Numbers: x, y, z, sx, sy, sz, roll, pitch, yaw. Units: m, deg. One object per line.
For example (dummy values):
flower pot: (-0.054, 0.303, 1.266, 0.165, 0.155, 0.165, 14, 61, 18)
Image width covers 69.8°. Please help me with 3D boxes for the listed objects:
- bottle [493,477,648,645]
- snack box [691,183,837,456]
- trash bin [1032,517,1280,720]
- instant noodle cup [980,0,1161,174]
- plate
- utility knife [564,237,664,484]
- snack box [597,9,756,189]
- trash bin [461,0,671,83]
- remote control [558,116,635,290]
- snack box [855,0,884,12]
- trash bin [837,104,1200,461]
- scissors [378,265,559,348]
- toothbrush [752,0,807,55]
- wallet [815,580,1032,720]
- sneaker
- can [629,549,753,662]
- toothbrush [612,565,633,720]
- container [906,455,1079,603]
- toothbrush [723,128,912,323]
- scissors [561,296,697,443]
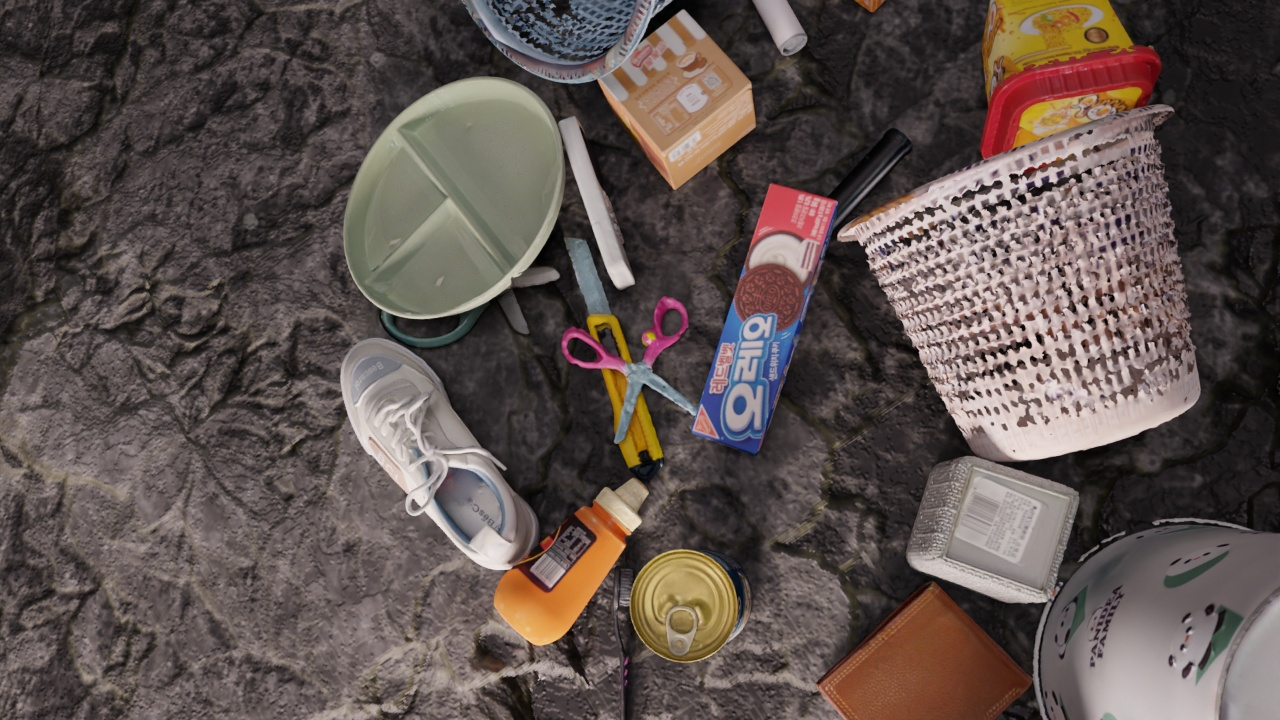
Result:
bottle: (-0.048, 0.153, 0.729, 0.067, 0.067, 0.149, 40, 81, 16)
snack box: (0.099, -0.030, 0.723, 0.058, 0.057, 0.207, 18, 91, 11)
trash bin: (0.380, 0.203, 0.532, 0.230, 0.252, 0.229, -2, 79, 10)
instant noodle cup: (0.320, -0.228, 0.712, 0.116, 0.116, 0.123, -7, 66, 9)
plate: (-0.163, -0.141, 0.802, 0.231, 0.027, 0.230, -8, 70, 23)
utility knife: (-0.027, -0.006, 0.779, 0.033, 0.015, 0.230, -20, 75, 4)
snack box: (0.033, -0.219, 0.779, 0.093, 0.077, 0.094, -38, 75, 2)
trash bin: (-0.022, -0.367, 0.743, 0.226, 0.227, 0.194, 38, 52, 16)
remote control: (-0.036, -0.135, 0.785, 0.021, 0.058, 0.150, -19, 76, 4)
snack box: (0.175, -0.382, 0.811, 0.075, 0.026, 0.154, -46, 74, 0)
trash bin: (0.277, -0.042, 0.638, 0.227, 0.227, 0.192, -19, 88, 7)
scissors: (-0.162, -0.089, 0.822, 0.175, 0.019, 0.170, -16, 75, 9)
toothbrush: (0.090, -0.370, 0.824, 0.027, 0.026, 0.221, -37, 70, 41)
wallet: (0.207, 0.239, 0.676, 0.124, 0.032, 0.101, -43, 77, 1)
sneaker: (-0.180, 0.073, 0.755, 0.089, 0.091, 0.242, -43, 73, -1)
can: (0.041, 0.178, 0.679, 0.075, 0.111, 0.075, -3, 78, 12)
toothbrush: (-0.012, 0.258, 0.723, 0.018, 0.014, 0.189, -1, 79, -2)
container: (0.247, 0.119, 0.647, 0.090, 0.114, 0.090, 17, 83, 13)
toothbrush: (0.145, -0.106, 0.761, 0.027, 0.026, 0.212, 42, 91, -20)
scissors: (-0.006, 0.004, 0.760, 0.136, 0.017, 0.133, 19, 76, -5)
